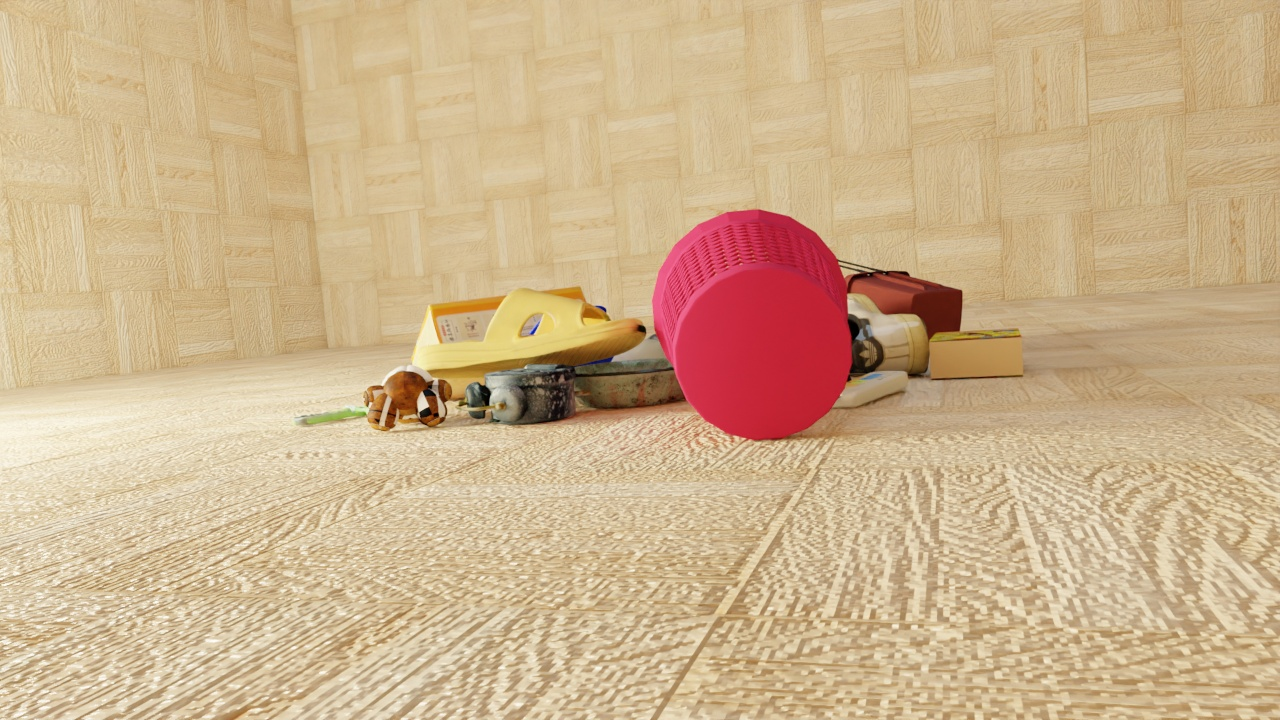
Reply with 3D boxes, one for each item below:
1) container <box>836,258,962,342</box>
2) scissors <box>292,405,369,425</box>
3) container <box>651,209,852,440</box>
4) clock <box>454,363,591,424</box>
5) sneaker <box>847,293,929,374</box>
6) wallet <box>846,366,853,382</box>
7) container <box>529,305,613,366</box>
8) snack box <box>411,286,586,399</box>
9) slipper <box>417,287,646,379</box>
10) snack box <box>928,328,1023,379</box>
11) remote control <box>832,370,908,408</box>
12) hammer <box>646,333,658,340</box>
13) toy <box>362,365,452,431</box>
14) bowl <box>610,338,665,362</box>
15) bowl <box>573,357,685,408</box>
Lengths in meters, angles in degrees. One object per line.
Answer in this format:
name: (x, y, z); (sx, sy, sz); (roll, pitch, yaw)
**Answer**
container: (0.333, -0.071, 1.297); (0.147, 0.127, 0.201); (-7, 15, -36)
scissors: (-0.314, 0.059, 1.051); (0.169, 0.023, 0.171); (-8, 4, 34)
container: (0.095, -0.026, 0.761); (0.183, 0.183, 0.225); (-4, 12, 5)
clock: (-0.117, 0.033, 0.884); (0.129, 0.052, 0.090); (-7, 5, -39)
sneaker: (0.245, -0.023, 1.083); (0.102, 0.089, 0.241); (-11, 11, -8)
wallet: (0.169, 0.006, 0.939); (0.091, 0.018, 0.115); (-4, 14, 6)
container: (-0.082, -0.006, 1.062); (0.096, 0.058, 0.114); (-8, -30, -36)
snack box: (-0.171, -0.013, 1.139); (0.195, 0.080, 0.145); (-10, -21, -27)
slipper: (-0.116, -0.031, 0.955); (0.264, 0.078, 0.099); (-9, -13, 23)
snack box: (0.362, -0.008, 0.988); (0.088, 0.040, 0.125); (-3, 4, 21)
remote control: (0.207, 0.027, 0.844); (0.038, 0.018, 0.125); (-1, 7, 39)
hammer: (-0.060, -0.010, 1.261); (0.098, 0.044, 0.323); (-7, -1, -32)
toy: (-0.235, 0.038, 0.934); (0.087, 0.067, 0.113); (-5, -5, -10)
bowl: (-0.007, 0.007, 1.123); (0.110, 0.040, 0.110); (4, -14, 1)
bowl: (-0.007, 0.024, 0.973); (0.157, 0.038, 0.157); (-5, 4, 0)
